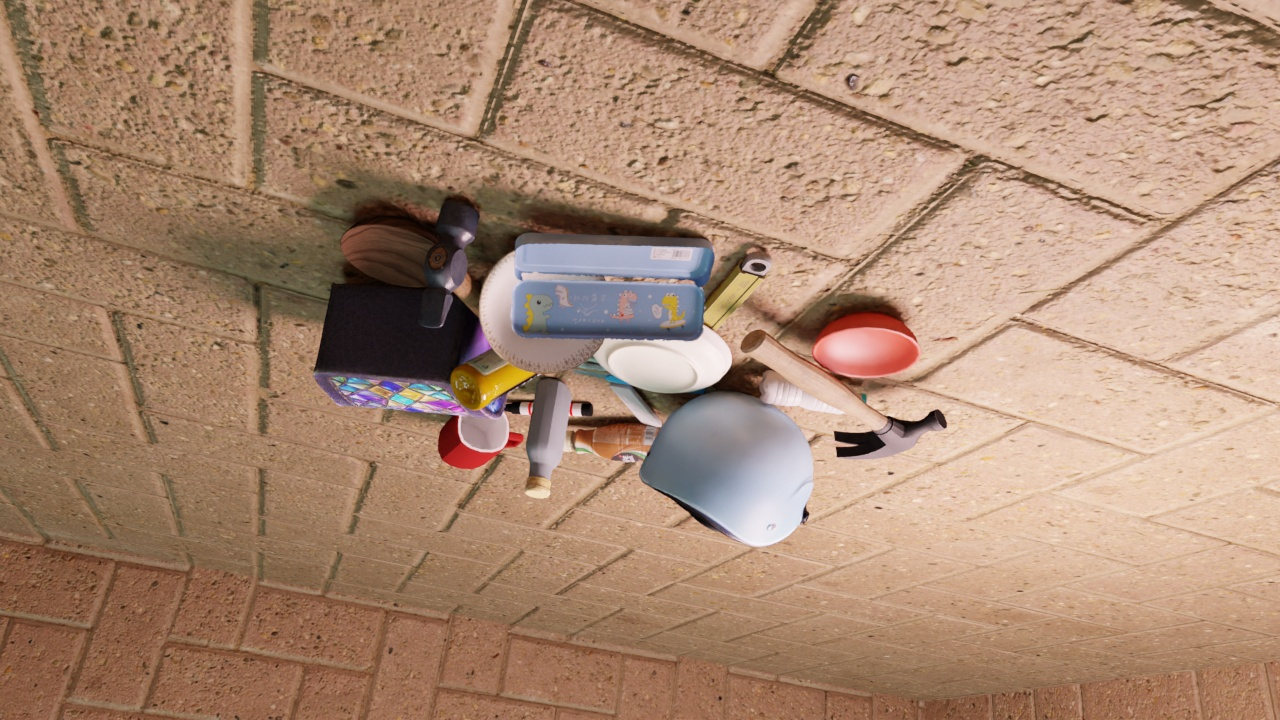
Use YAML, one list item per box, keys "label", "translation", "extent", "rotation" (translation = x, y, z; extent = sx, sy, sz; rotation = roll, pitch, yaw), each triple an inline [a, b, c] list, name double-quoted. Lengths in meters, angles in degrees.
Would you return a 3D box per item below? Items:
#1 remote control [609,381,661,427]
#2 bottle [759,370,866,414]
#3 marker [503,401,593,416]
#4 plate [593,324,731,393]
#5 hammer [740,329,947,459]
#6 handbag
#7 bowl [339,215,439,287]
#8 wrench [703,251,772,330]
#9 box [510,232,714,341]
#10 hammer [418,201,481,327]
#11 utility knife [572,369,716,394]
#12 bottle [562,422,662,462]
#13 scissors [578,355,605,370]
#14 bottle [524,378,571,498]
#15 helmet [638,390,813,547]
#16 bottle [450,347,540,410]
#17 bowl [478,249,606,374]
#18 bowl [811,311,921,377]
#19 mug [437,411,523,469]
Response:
- label: "remote control"
  translation: [-0.005, 0.063, 1.315]
  extent: [0.033, 0.012, 0.131]
  rotation: [10, 157, 28]
- label: "bottle"
  translation: [0.224, 0.043, 1.187]
  extent: [0.136, 0.044, 0.044]
  rotation: [8, 153, -2]
- label: "marker"
  translation: [-0.143, 0.072, 1.365]
  extent: [0.146, 0.019, 0.019]
  rotation: [1, 153, 13]
- label: "plate"
  translation: [0.019, -0.002, 1.123]
  extent: [0.182, 0.034, 0.183]
  rotation: [11, 152, 6]
- label: "hammer"
  translation: [0.229, 0.042, 1.108]
  extent: [0.305, 0.040, 0.133]
  rotation: [30, 137, -34]
- label: "handbag"
  translation: [-0.275, -0.001, 1.133]
  extent: [0.205, 0.125, 0.222]
  rotation: [5, 163, 4]
- label: "bowl"
  translation: [-0.261, -0.125, 0.995]
  extent: [0.119, 0.032, 0.119]
  rotation: [6, 153, 3]
- label: "wrench"
  translation: [0.079, -0.055, 1.060]
  extent: [0.083, 0.018, 0.274]
  rotation: [16, 152, -13]
- label: "box"
  translation: [-0.031, -0.079, 0.966]
  extent: [0.209, 0.039, 0.127]
  rotation: [1, 125, -8]
- label: "hammer"
  translation: [-0.172, -0.051, 1.057]
  extent: [0.040, 0.129, 0.322]
  rotation: [8, 164, 13]
- label: "utility knife"
  translation: [0.004, 0.028, 1.244]
  extent: [0.198, 0.015, 0.031]
  rotation: [7, 159, -8]
- label: "bottle"
  translation: [-0.043, 0.124, 1.398]
  extent: [0.167, 0.059, 0.059]
  rotation: [0, 152, 15]
- label: "scissors"
  translation: [-0.007, 0.009, 1.214]
  extent: [0.174, 0.033, 0.065]
  rotation: [9, 151, -13]
- label: "bottle"
  translation: [-0.132, 0.111, 1.281]
  extent: [0.046, 0.161, 0.072]
  rotation: [2, 153, 10]
- label: "helmet"
  translation: [0.135, 0.132, 1.224]
  extent: [0.225, 0.167, 0.265]
  rotation: [32, -170, 20]
- label: "bottle"
  translation: [-0.134, -0.004, 1.058]
  extent: [0.053, 0.185, 0.053]
  rotation: [21, 125, 32]
- label: "bowl"
  translation: [-0.108, -0.061, 1.013]
  extent: [0.145, 0.145, 0.063]
  rotation: [17, -172, -18]
- label: "bowl"
  translation: [0.260, -0.022, 1.059]
  extent: [0.122, 0.035, 0.122]
  rotation: [6, 153, 3]
- label: "mug"
  translation: [-0.244, 0.121, 1.423]
  extent: [0.116, 0.080, 0.097]
  rotation: [13, 153, -26]
